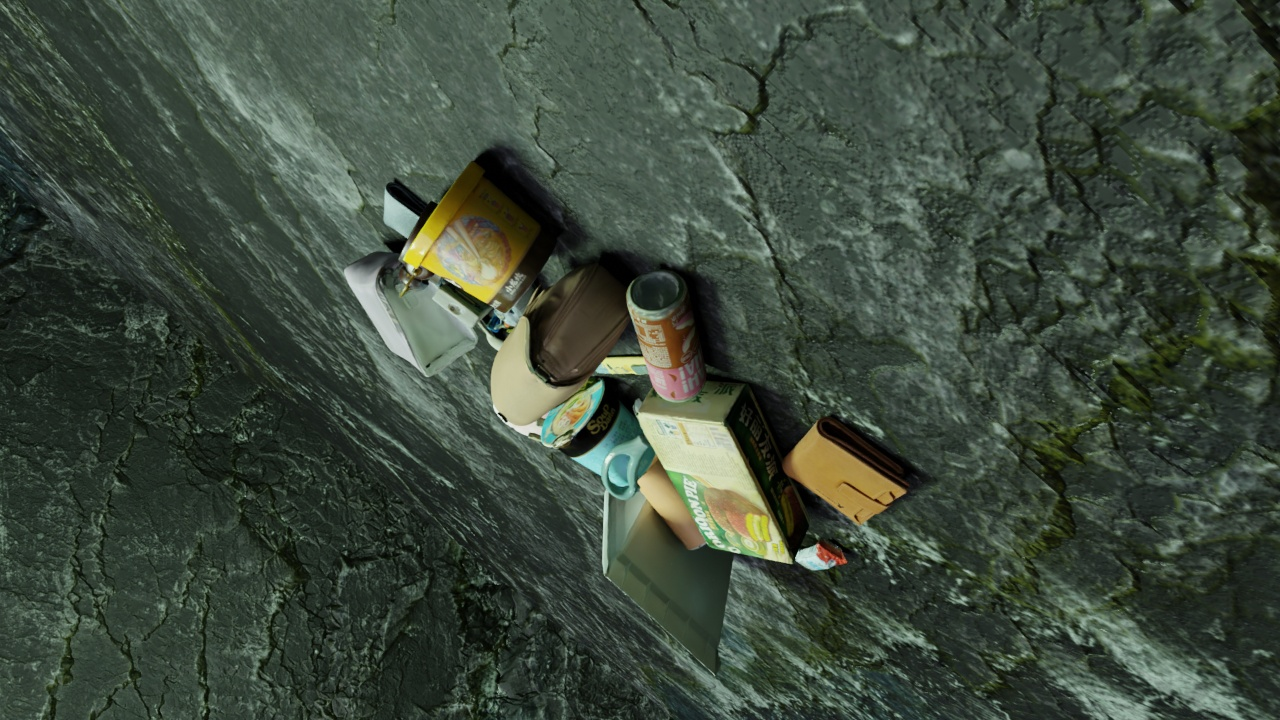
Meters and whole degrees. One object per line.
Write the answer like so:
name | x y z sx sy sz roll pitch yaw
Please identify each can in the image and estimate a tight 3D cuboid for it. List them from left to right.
can | 0.027 -0.021 0.885 0.058 0.057 0.147 25 154 27

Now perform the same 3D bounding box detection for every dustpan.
dustpan | 0.020 0.279 1.283 0.143 0.256 0.222 -28 114 39

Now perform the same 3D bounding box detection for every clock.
clock | -0.228 -0.118 0.997 0.055 0.121 0.082 30 159 -14

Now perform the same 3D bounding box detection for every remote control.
remote control | -0.194 -0.075 1.053 0.056 0.019 0.135 37 -164 -6

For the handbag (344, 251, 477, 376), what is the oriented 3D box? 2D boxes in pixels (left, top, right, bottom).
handbag | -0.295 -0.071 1.172 0.145 0.098 0.197 56 163 -23

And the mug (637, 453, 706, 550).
mug | 0.050 0.179 1.206 0.123 0.078 0.078 48 155 -10

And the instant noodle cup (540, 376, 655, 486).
instant noodle cup | -0.046 0.098 1.162 0.120 0.111 0.111 42 157 -25

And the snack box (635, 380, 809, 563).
snack box | 0.095 0.123 1.006 0.115 0.063 0.240 4 137 37

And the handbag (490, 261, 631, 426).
handbag | -0.088 -0.018 0.941 0.100 0.147 0.205 38 153 -5

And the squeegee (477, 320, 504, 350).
squeegee | -0.138 -0.017 1.153 0.247 0.039 0.246 12 146 45

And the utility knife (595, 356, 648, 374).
utility knife | -0.006 0.006 1.045 0.031 0.019 0.175 55 157 -21

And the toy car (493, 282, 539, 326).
toy car | -0.149 -0.089 1.018 0.037 0.054 0.121 20 150 41

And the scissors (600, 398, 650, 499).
scissors | 0.036 0.113 1.110 0.176 0.019 0.175 15 123 -11

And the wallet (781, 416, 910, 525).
wallet | 0.203 0.113 0.918 0.108 0.031 0.132 36 158 8

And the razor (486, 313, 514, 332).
razor | -0.116 -0.031 1.076 0.143 0.042 0.022 26 165 20

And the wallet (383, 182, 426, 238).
wallet | -0.257 -0.154 1.100 0.121 0.019 0.097 38 159 -3

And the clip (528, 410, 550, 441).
clip | -0.097 0.084 1.205 0.104 0.034 0.089 5 150 4

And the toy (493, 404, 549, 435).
toy | -0.131 0.072 1.277 0.160 0.054 0.121 -10 145 45

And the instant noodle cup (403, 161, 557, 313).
instant noodle cup | -0.154 -0.116 0.910 0.114 0.118 0.119 35 158 -15

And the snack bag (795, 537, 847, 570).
snack bag | 0.219 0.244 1.137 0.045 0.026 0.105 29 158 -3
